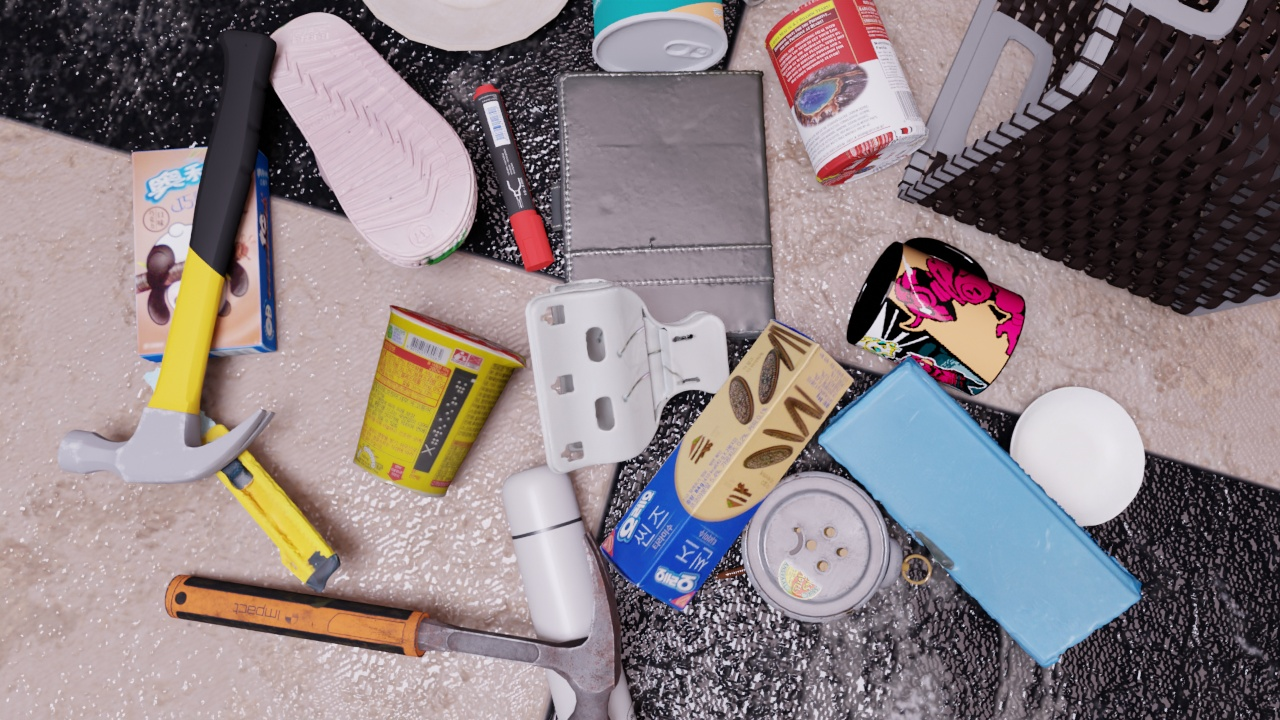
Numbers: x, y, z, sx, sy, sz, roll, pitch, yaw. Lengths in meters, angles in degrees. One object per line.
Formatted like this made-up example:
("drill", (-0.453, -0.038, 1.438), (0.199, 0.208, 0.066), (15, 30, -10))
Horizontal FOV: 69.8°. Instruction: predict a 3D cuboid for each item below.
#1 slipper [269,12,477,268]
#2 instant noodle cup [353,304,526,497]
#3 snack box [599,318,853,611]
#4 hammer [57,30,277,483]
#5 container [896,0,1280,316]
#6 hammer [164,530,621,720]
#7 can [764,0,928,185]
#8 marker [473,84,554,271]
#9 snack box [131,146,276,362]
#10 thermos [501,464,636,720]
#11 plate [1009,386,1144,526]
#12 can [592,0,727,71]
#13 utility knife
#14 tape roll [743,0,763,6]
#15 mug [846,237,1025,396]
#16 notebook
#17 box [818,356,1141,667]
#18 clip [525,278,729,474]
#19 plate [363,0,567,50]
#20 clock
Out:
("slipper", (-0.193, -0.158, 0.672), (0.094, 0.064, 0.239), (-34, 69, -10))
("instant noodle cup", (-0.148, 0.030, 0.640), (0.100, 0.100, 0.112), (23, 92, -1))
("snack box", (0.060, 0.073, 0.641), (0.056, 0.057, 0.206), (38, 87, -39))
("hammer", (-0.298, -0.075, 0.634), (0.127, 0.029, 0.323), (8, 81, 0))
("container", (0.372, -0.192, 0.628), (0.243, 0.246, 0.247), (26, 81, -4))
("hammer", (-0.166, 0.167, 0.614), (0.314, 0.035, 0.137), (6, 86, 8))
("can", (0.154, -0.203, 0.689), (0.086, 0.087, 0.116), (-19, 84, -7))
("marker", (-0.097, -0.139, 0.695), (0.024, 0.021, 0.145), (-21, 83, 31))
("snack box", (-0.315, -0.078, 0.665), (0.087, 0.034, 0.151), (-5, 83, -4))
("thermos", (-0.048, 0.184, 0.642), (0.052, 0.052, 0.224), (-15, 84, -6))
("plate", (0.326, 0.073, 0.697), (0.104, 0.026, 0.104), (1, 83, -5))
("can", (0.011, -0.299, 0.684), (0.099, 0.099, 0.144), (-2, 83, -5))
("utility knife", (-0.280, 0.076, 0.634), (0.217, 0.019, 0.030), (41, 77, 21))
("tape roll", (0.109, -0.312, 0.696), (0.093, 0.094, 0.018), (-44, 88, -8))
("mug", (0.220, -0.044, 0.684), (0.098, 0.082, 0.117), (23, 54, -1))
("notebook", (0.017, -0.117, 0.698), (0.169, 0.029, 0.209), (-2, 82, -5))
("box", (0.241, 0.105, 0.661), (0.231, 0.054, 0.093), (45, 109, 2))
("clip", (-0.015, 0.001, 0.657), (0.152, 0.099, 0.126), (-16, 108, -32))
("plate", (-0.135, -0.325, 0.713), (0.188, 0.027, 0.188), (1, 83, -4))
("clock", (0.136, 0.136, 0.661), (0.148, 0.056, 0.104), (13, 82, 0))
